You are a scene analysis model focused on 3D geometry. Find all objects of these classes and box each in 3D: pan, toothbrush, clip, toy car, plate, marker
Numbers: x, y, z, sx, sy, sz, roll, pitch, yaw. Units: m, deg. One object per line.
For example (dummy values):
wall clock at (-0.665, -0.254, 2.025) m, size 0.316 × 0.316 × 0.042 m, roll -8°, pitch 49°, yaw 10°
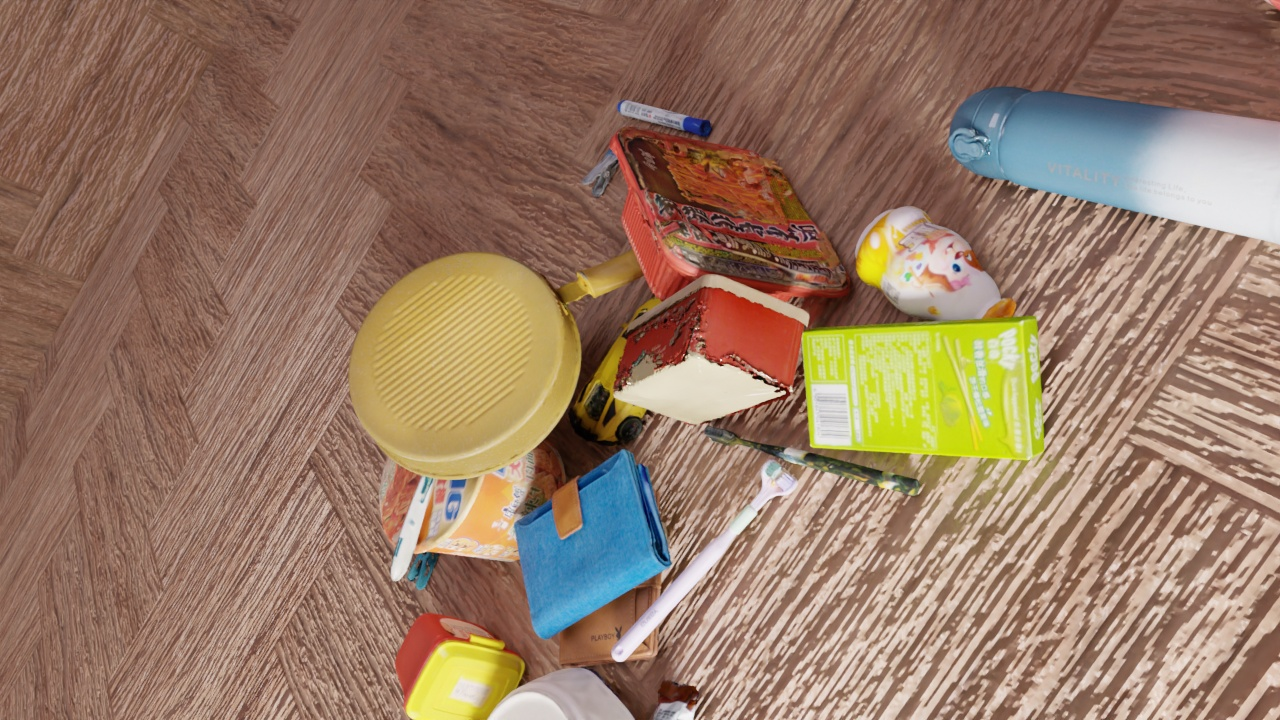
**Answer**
pan at (-0.081, -0.040, 0.786) m, size 0.357 × 0.078 × 0.197 m, roll -37°, pitch 63°, yaw -4°
toothbrush at (0.117, 0.070, 0.666) m, size 0.186 × 0.017 × 0.012 m, roll 12°, pitch 75°, yaw 47°
clip at (-0.217, 0.203, 0.930) m, size 0.041 × 0.014 × 0.056 m, roll 24°, pitch 89°, yaw 48°
clip at (-0.039, -0.201, 0.962) m, size 0.056 × 0.028 × 0.024 m, roll -53°, pitch 43°, yaw -5°
toy car at (-0.005, 0.005, 0.805) m, size 0.156 × 0.041 × 0.071 m, roll -54°, pitch 43°, yaw 7°
plate at (-0.073, 0.333, 0.676) m, size 0.205 × 0.045 × 0.204 m, roll -26°, pitch 55°, yaw 44°
toothbrush at (-0.182, 0.093, 0.783) m, size 0.018 × 0.016 × 0.191 m, roll -7°, pitch 64°, yaw 53°
marker at (0.021, -0.246, 0.929) m, size 0.146 × 0.017 × 0.017 m, roll 31°, pitch 92°, yaw 48°
toothbrush at (0.044, 0.151, 0.675) m, size 0.029 × 0.021 × 0.189 m, roll 42°, pitch 92°, yaw 24°

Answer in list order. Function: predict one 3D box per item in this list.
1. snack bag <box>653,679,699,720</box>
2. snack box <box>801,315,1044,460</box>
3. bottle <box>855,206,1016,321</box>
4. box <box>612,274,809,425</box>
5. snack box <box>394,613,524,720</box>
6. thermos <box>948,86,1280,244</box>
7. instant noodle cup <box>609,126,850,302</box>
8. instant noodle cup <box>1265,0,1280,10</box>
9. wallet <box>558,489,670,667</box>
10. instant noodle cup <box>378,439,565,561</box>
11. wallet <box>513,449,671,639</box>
snack bag at (0.019, 0.280, 0.646) m, size 0.045 × 0.026 × 0.105 m, roll -20°, pitch 55°, yaw 54°
snack box at (0.180, 0.018, 0.601) m, size 0.157 × 0.026 × 0.086 m, roll -2°, pitch 96°, yaw 44°
bottle at (0.199, -0.056, 0.621) m, size 0.063 × 0.063 × 0.108 m, roll -51°, pitch 57°, yaw 11°
box at (0.042, 0.005, 0.680) m, size 0.169 × 0.091 × 0.078 m, roll 151°, pitch 137°, yaw -66°
snack box at (-0.158, 0.262, 0.787) m, size 0.080 × 0.091 × 0.082 m, roll 29°, pitch 90°, yaw 55°
thermos at (0.293, -0.125, 0.561) m, size 0.220 × 0.070 × 0.070 m, roll 30°, pitch 91°, yaw 48°
instant noodle cup at (0.059, -0.104, 0.727) m, size 0.079 × 0.164 × 0.188 m, roll -61°, pitch 35°, yaw 38°
instant noodle cup at (0.389, -0.233, 0.482) m, size 0.138 × 0.138 × 0.108 m, roll -44°, pitch 36°, yaw 19°
wallet at (-0.024, 0.177, 0.742) m, size 0.108 × 0.031 × 0.131 m, roll -20°, pitch 58°, yaw 38°
instant noodle cup at (-0.148, 0.112, 0.835) m, size 0.152 × 0.111 × 0.151 m, roll -22°, pitch 55°, yaw 36°
wallet at (-0.042, 0.144, 0.726) m, size 0.133 × 0.040 × 0.106 m, roll -36°, pitch 50°, yaw 24°
